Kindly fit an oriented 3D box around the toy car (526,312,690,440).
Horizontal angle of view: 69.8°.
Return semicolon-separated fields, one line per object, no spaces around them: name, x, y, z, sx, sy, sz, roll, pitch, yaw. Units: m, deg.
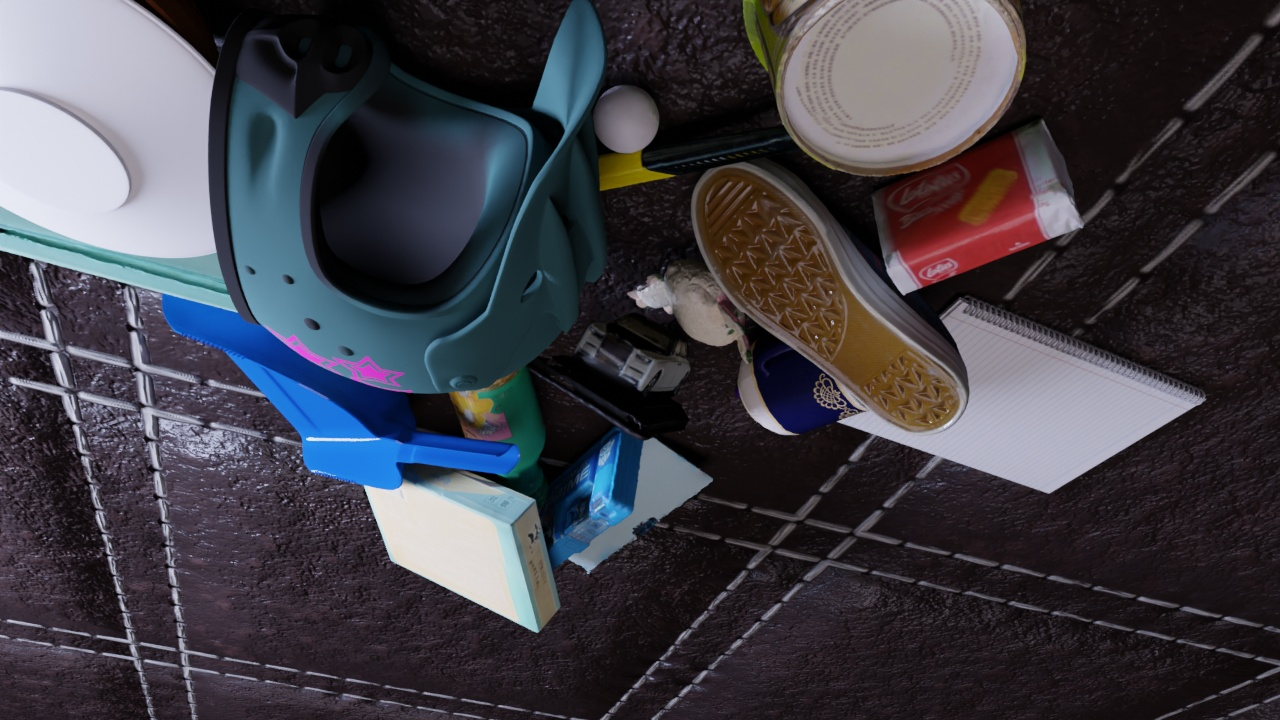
toy car;-0.004;0.004;0.665;0.094;0.071;0.191;29;-176;12

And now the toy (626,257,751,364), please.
toy;0.043;-0.041;0.670;0.050;0.112;0.087;-49;142;-6

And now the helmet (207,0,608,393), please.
helmet;-0.114;-0.085;0.522;0.200;0.176;0.275;12;152;-8

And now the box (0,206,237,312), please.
box;-0.342;-0.101;0.651;0.188;0.077;0.093;16;104;-12

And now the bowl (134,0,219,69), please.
bowl;-0.300;-0.188;0.511;0.147;0.068;0.147;6;145;4

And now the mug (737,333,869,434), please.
mug;0.116;0.009;0.691;0.089;0.085;0.111;-25;153;34

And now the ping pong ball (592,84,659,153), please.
ping pong ball;-0.009;-0.146;0.556;0.040;0.040;0.040;3;140;2

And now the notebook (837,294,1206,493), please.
notebook;0.312;0.039;0.770;0.245;0.013;0.178;19;140;-16

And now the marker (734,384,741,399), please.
marker;0.142;0.012;0.752;0.134;0.015;0.018;-14;165;21

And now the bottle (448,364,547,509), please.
bottle;-0.117;0.062;0.796;0.068;0.068;0.210;0;140;6

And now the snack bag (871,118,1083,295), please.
snack bag;0.205;-0.094;0.569;0.116;0.076;0.036;-22;136;28

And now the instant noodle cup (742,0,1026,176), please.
instant noodle cup;0.127;-0.169;0.470;0.146;0.097;0.146;3;140;2

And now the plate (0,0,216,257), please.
plate;-0.329;-0.125;0.516;0.229;0.030;0.230;6;145;4

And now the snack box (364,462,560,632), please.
snack box;-0.171;0.161;0.854;0.194;0.044;0.142;16;132;29

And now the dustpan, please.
dustpan;-0.218;0.044;0.740;0.258;0.059;0.246;6;149;11

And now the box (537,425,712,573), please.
box;-0.042;0.168;0.896;0.115;0.093;0.244;27;136;-19

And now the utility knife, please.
utility knife;0.034;-0.127;0.567;0.173;0.020;0.028;-4;175;26

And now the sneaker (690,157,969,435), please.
sneaker;0.130;-0.050;0.622;0.235;0.079;0.088;43;126;-7
